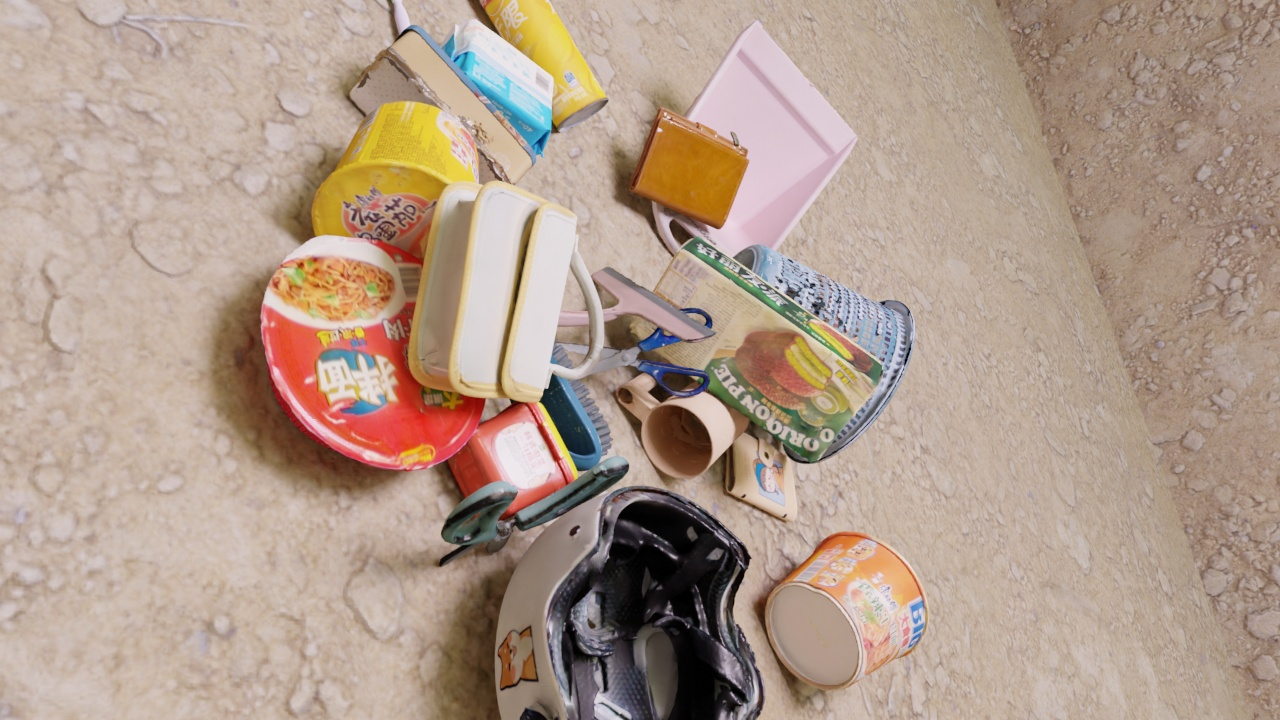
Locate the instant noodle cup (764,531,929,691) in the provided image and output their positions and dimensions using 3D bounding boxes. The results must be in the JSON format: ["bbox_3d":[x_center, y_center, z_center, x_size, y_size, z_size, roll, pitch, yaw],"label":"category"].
[{"bbox_3d":[0.212,0.272,0.979,0.111,0.152,0.151,-18,82,-44],"label":"instant noodle cup"}]

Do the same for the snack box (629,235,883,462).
[{"bbox_3d":[0.117,-0.013,0.942,0.240,0.115,0.063,35,31,6],"label":"snack box"}]

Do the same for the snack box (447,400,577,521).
[{"bbox_3d":[-0.110,0.087,0.772,0.079,0.082,0.091,-23,83,-43],"label":"snack box"}]

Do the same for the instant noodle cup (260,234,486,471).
[{"bbox_3d":[-0.214,0.001,0.715,0.193,0.066,0.193,26,51,-37],"label":"instant noodle cup"}]

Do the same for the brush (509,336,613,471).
[{"bbox_3d":[-0.084,0.040,0.847,0.073,0.055,0.144,-32,94,-54],"label":"brush"}]

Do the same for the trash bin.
[{"bbox_3d":[0.168,-0.023,1.070,0.195,0.227,0.225,32,45,-14],"label":"trash bin"}]

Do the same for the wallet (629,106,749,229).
[{"bbox_3d":[0.064,-0.234,1.096,0.130,0.035,0.119,19,91,-27],"label":"wallet"}]

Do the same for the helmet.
[{"bbox_3d":[-0.025,0.239,0.713,0.229,0.157,0.273,10,71,-47],"label":"helmet"}]

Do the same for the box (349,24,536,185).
[{"bbox_3d":[-0.189,-0.224,0.861,0.184,0.090,0.059,49,46,-18],"label":"box"}]

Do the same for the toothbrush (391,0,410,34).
[{"bbox_3d":[-0.235,-0.336,0.927,0.029,0.021,0.189,78,-3,-71],"label":"toothbrush"}]

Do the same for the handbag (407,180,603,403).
[{"bbox_3d":[-0.086,-0.047,0.734,0.178,0.063,0.163,11,90,-47],"label":"handbag"}]

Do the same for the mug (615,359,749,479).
[{"bbox_3d":[0.047,0.054,0.979,0.124,0.084,0.103,41,34,12],"label":"mug"}]

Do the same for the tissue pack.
[{"bbox_3d":[-0.151,-0.280,0.959,0.140,0.063,0.089,28,47,-37],"label":"tissue pack"}]

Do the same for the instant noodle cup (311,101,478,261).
[{"bbox_3d":[-0.197,-0.143,0.776,0.138,0.138,0.109,33,37,-32],"label":"instant noodle cup"}]

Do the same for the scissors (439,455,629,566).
[{"bbox_3d":[-0.080,0.111,0.706,0.179,0.171,0.019,-23,70,-20],"label":"scissors"}]

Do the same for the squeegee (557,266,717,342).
[{"bbox_3d":[-0.097,-0.053,0.865,0.249,0.248,0.040,3,108,-26],"label":"squeegee"}]

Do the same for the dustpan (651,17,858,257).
[{"bbox_3d":[0.139,-0.242,1.157,0.222,0.274,0.138,36,19,-25],"label":"dustpan"}]

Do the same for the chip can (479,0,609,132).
[{"bbox_3d":[-0.121,-0.369,1.043,0.213,0.072,0.071,59,38,-5],"label":"chip can"}]

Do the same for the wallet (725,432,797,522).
[{"bbox_3d":[0.141,0.132,1.076,0.115,0.024,0.087,29,53,-35],"label":"wallet"}]

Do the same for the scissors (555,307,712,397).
[{"bbox_3d":[-0.001,-0.010,0.904,0.165,0.157,0.012,32,11,-22],"label":"scissors"}]
